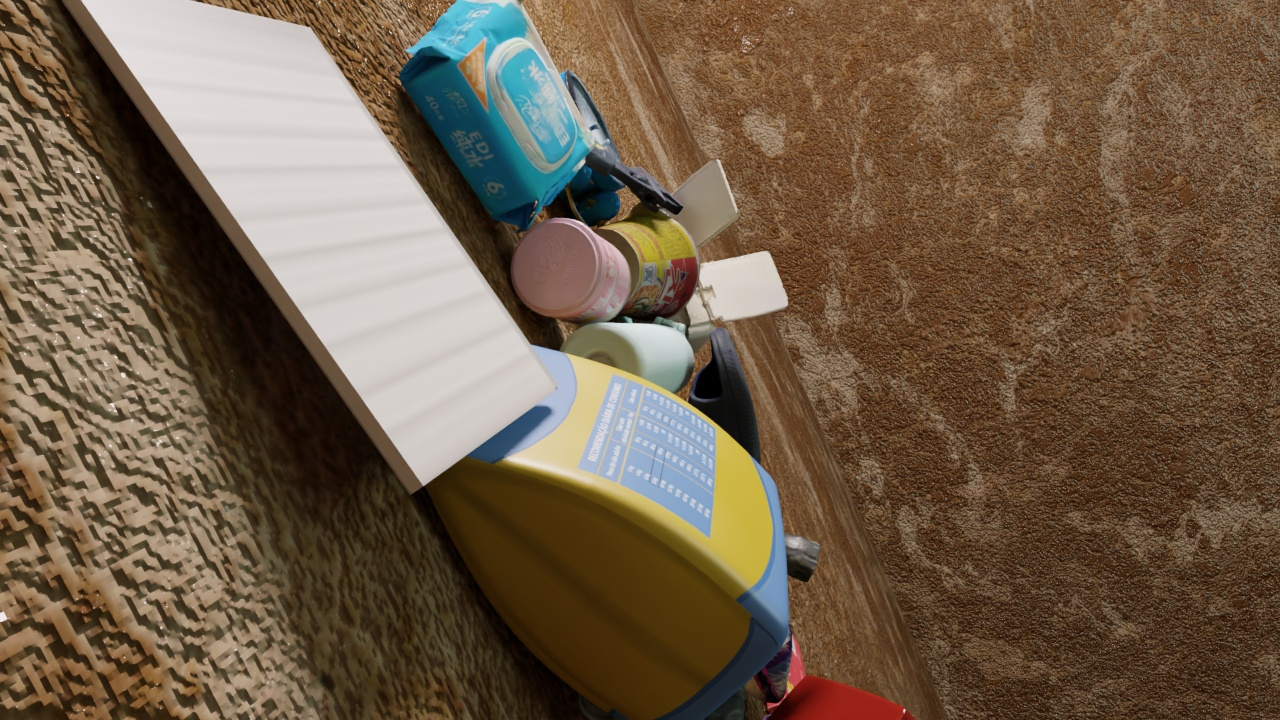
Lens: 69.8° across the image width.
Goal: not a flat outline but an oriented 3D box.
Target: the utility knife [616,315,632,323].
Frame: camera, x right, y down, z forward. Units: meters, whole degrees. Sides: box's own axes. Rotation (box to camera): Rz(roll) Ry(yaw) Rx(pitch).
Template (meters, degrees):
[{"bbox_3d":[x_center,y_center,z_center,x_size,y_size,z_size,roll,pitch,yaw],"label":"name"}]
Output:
[{"bbox_3d":[-0.017,-0.041,0.858,0.158,0.015,0.022,68,-18,1],"label":"utility knife"}]

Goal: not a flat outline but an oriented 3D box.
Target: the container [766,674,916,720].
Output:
[{"bbox_3d":[0.187,0.339,0.674,0.201,0.126,0.148,53,-25,-14],"label":"container"}]

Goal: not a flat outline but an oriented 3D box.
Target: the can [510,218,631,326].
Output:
[{"bbox_3d":[-0.048,-0.060,0.647,0.067,0.067,0.076,69,13,9],"label":"can"}]

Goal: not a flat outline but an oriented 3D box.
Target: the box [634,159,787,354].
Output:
[{"bbox_3d":[0.061,-0.086,0.880,0.100,0.187,0.145,-4,71,-41],"label":"box"}]

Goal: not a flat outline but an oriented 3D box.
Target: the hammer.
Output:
[{"bbox_3d":[0.049,0.174,0.561,0.130,0.032,0.318,23,21,1],"label":"hammer"}]

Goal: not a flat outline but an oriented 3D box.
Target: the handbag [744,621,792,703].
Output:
[{"bbox_3d":[0.096,0.222,0.771,0.170,0.068,0.144,58,13,-58],"label":"handbag"}]

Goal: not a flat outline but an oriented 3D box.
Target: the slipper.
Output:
[{"bbox_3d":[0.064,0.095,0.829,0.110,0.083,0.268,-90,173,-65],"label":"slipper"}]

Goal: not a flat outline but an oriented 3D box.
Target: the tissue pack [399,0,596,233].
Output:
[{"bbox_3d":[-0.089,-0.167,0.616,0.144,0.062,0.092,59,42,-33],"label":"tissue pack"}]

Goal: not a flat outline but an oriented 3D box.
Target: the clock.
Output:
[{"bbox_3d":[-0.059,-0.187,0.840,0.117,0.060,0.161,47,25,-58],"label":"clock"}]

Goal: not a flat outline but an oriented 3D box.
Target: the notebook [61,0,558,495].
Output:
[{"bbox_3d":[-0.118,-0.057,0.377,0.210,0.009,0.142,55,19,-2],"label":"notebook"}]

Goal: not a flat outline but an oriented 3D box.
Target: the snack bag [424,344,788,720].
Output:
[{"bbox_3d":[-0.030,0.063,0.467,0.205,0.102,0.158,40,18,-8],"label":"snack bag"}]

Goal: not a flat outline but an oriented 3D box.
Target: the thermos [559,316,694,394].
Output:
[{"bbox_3d":[-0.004,0.004,0.715,0.206,0.065,0.078,-7,112,-77],"label":"thermos"}]

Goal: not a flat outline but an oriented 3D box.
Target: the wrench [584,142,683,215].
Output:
[{"bbox_3d":[-0.052,-0.173,0.736,0.273,0.022,0.073,21,25,-45],"label":"wrench"}]

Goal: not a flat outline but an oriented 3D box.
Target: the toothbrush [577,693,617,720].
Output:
[{"bbox_3d":[-0.008,0.137,0.560,0.027,0.027,0.222,37,18,-7],"label":"toothbrush"}]

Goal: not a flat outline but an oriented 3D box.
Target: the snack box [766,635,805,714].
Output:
[{"bbox_3d":[0.138,0.299,0.871,0.089,0.021,0.132,60,15,-27],"label":"snack box"}]

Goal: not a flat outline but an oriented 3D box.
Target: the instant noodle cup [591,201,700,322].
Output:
[{"bbox_3d":[-0.012,-0.076,0.781,0.100,0.100,0.112,67,22,0],"label":"instant noodle cup"}]

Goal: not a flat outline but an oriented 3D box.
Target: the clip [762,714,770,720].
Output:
[{"bbox_3d":[0.106,0.309,0.753,0.052,0.013,0.036,-47,114,-78],"label":"clip"}]
